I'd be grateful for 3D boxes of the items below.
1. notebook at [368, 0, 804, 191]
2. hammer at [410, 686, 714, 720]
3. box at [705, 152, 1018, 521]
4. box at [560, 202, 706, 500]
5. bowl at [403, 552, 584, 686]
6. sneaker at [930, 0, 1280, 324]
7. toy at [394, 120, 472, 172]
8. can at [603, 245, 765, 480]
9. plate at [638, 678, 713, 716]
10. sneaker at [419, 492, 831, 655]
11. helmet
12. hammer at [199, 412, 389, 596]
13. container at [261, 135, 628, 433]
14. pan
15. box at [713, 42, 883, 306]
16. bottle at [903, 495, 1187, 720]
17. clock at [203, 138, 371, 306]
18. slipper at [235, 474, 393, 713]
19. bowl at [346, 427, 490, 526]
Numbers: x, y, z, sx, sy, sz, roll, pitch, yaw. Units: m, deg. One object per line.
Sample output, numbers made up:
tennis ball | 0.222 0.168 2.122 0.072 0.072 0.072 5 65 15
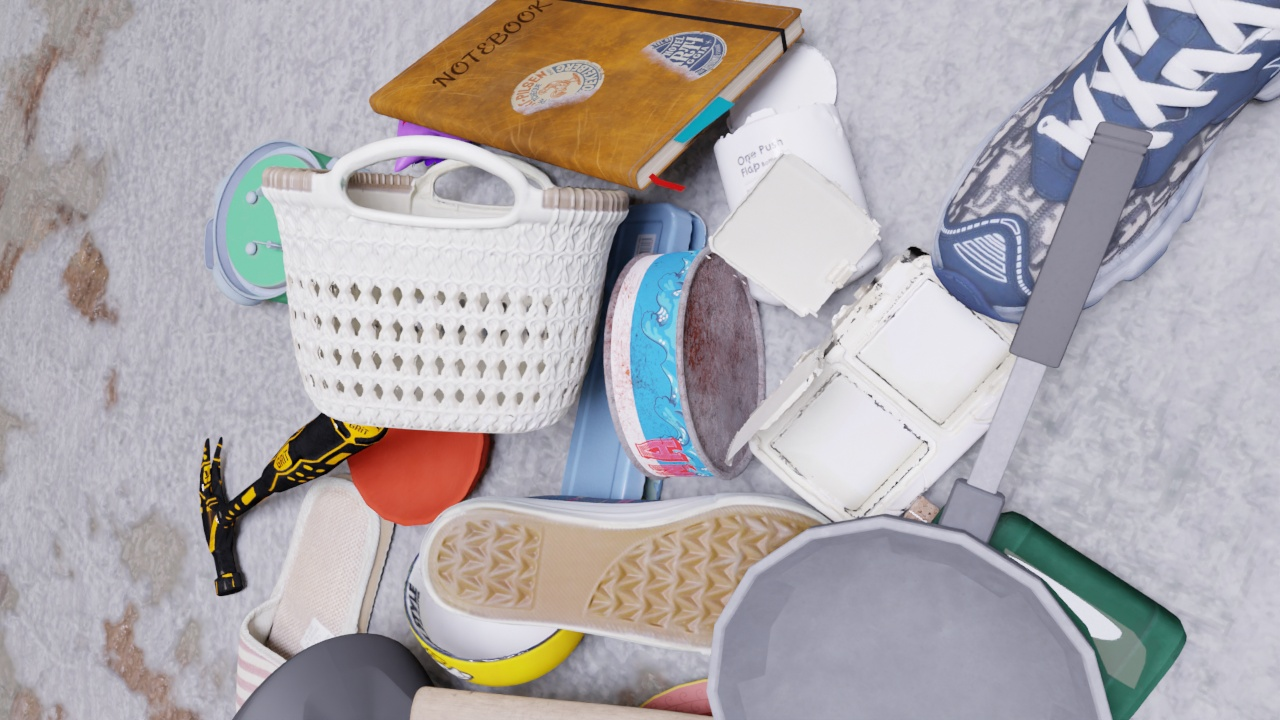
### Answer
notebook | -0.029 -0.185 0.566 0.249 0.014 0.178 24 60 35
hammer | 0.031 0.206 0.495 0.331 0.031 0.119 1 75 10
box | 0.108 0.008 0.463 0.145 0.185 0.095 -52 28 15
box | -0.002 0.004 0.597 0.066 0.049 0.209 9 86 46
bowl | -0.083 0.155 0.582 0.117 0.068 0.117 -5 43 5
sneaker | 0.234 -0.134 0.402 0.269 0.132 0.103 -44 68 0
toy | -0.139 -0.172 0.662 0.088 0.056 0.105 -19 42 21
can | 0.029 0.002 0.517 0.044 0.129 0.130 -3 83 26
plate | 0.065 0.300 0.528 0.230 0.021 0.229 -3 83 26
sneaker | -0.003 0.115 0.522 0.235 0.079 0.087 3 87 -6
helmet | -0.184 0.296 0.573 0.170 0.163 0.265 10 108 43
hammer | -0.258 0.080 0.646 0.322 0.036 0.123 -29 71 46
container | -0.102 -0.051 0.528 0.184 0.246 0.143 4 101 -3
pan | 0.147 0.073 0.412 0.179 0.041 0.358 21 104 19
box | 0.086 -0.115 0.537 0.085 0.112 0.162 -15 91 28
bottle | 0.191 0.114 0.459 0.131 0.061 0.061 35 101 23
clock | -0.287 -0.102 0.717 0.162 0.075 0.122 -6 82 27
slipper | -0.250 0.214 0.679 0.115 0.052 0.263 17 92 28
bowl | -0.153 0.056 0.656 0.122 0.035 0.122 -3 83 26
